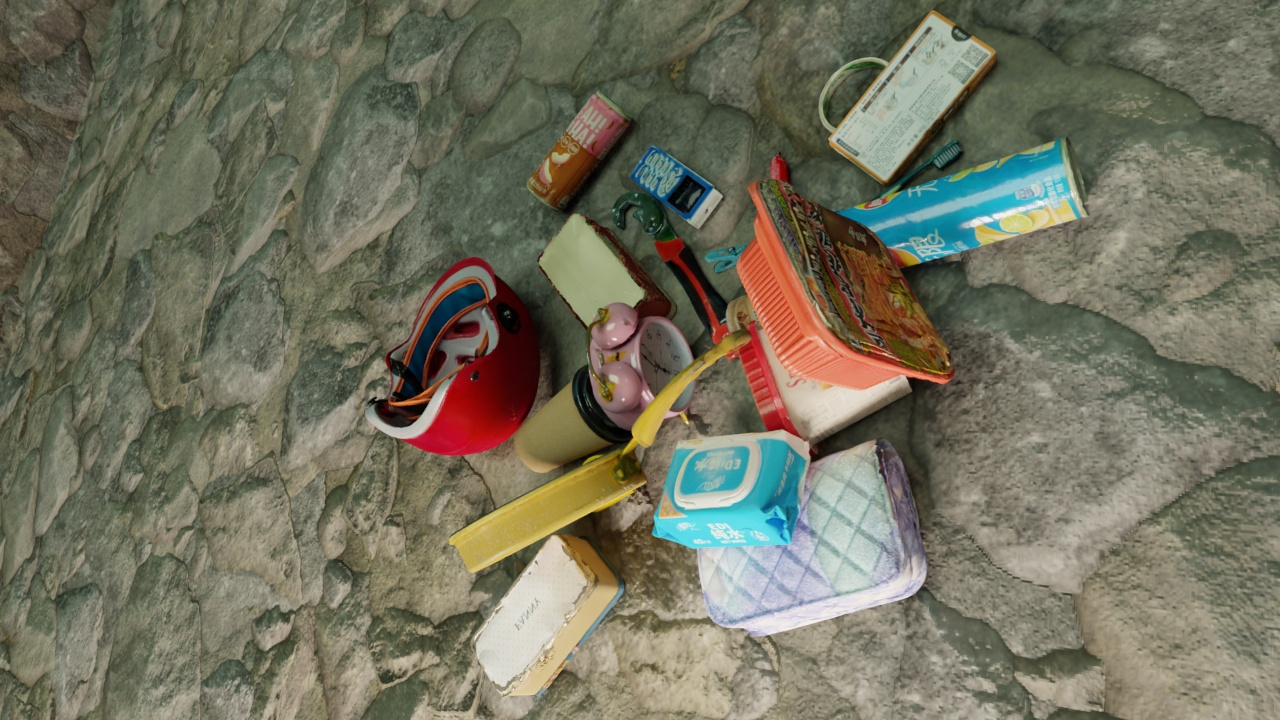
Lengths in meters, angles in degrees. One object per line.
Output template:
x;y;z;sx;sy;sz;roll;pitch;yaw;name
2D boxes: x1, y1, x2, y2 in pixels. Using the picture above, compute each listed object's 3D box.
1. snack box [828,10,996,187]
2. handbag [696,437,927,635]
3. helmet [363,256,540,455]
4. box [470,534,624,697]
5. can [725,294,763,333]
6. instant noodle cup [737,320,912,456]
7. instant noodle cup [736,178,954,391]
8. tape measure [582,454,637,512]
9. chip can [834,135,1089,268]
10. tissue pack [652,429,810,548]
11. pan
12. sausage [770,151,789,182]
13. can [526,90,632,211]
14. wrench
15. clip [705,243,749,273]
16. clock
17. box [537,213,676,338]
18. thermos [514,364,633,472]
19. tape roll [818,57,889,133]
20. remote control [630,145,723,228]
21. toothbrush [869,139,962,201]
0.258;-0.248;0.875;0.075;0.026;0.154;44;104;21;snack box
0.145;0.159;0.807;0.194;0.075;0.134;-23;57;28;handbag
-0.197;0.009;1.078;0.208;0.144;0.239;-22;43;37;helmet
-0.097;0.264;0.967;0.184;0.059;0.090;-50;52;10;box
0.145;-0.051;0.886;0.117;0.058;0.058;-23;62;30;can
0.167;0.010;0.823;0.124;0.116;0.116;-24;61;15;instant noodle cup
0.153;-0.047;0.721;0.079;0.188;0.164;-41;54;34;instant noodle cup
-0.037;0.128;0.981;0.060;0.028;0.057;-34;74;23;tape measure
0.272;-0.128;0.806;0.211;0.071;0.071;-15;66;33;chip can
0.077;0.111;0.792;0.140;0.063;0.089;-11;47;40;tissue pack
-0.032;0.088;0.849;0.358;0.197;0.078;-31;82;24;pan
0.146;-0.146;0.944;0.020;0.020;0.155;-12;68;34;sausage
-0.076;-0.255;1.124;0.147;0.058;0.058;-50;52;13;can
0.043;-0.102;1.009;0.056;0.016;0.273;-46;53;16;wrench
0.097;-0.110;0.967;0.054;0.033;0.013;-19;65;16;clip
-0.005;0.005;0.918;0.060;0.158;0.117;-15;67;36;clock
-0.045;-0.090;1.034;0.091;0.076;0.168;-49;53;14;box
-0.069;0.067;0.997;0.144;0.093;0.093;-34;57;34;thermos
0.222;-0.265;0.929;0.086;0.014;0.085;-13;68;34;tape roll
0.040;-0.198;1.039;0.049;0.024;0.125;-54;50;10;remote control
0.226;-0.147;0.885;0.192;0.016;0.018;-37;66;22;toothbrush
